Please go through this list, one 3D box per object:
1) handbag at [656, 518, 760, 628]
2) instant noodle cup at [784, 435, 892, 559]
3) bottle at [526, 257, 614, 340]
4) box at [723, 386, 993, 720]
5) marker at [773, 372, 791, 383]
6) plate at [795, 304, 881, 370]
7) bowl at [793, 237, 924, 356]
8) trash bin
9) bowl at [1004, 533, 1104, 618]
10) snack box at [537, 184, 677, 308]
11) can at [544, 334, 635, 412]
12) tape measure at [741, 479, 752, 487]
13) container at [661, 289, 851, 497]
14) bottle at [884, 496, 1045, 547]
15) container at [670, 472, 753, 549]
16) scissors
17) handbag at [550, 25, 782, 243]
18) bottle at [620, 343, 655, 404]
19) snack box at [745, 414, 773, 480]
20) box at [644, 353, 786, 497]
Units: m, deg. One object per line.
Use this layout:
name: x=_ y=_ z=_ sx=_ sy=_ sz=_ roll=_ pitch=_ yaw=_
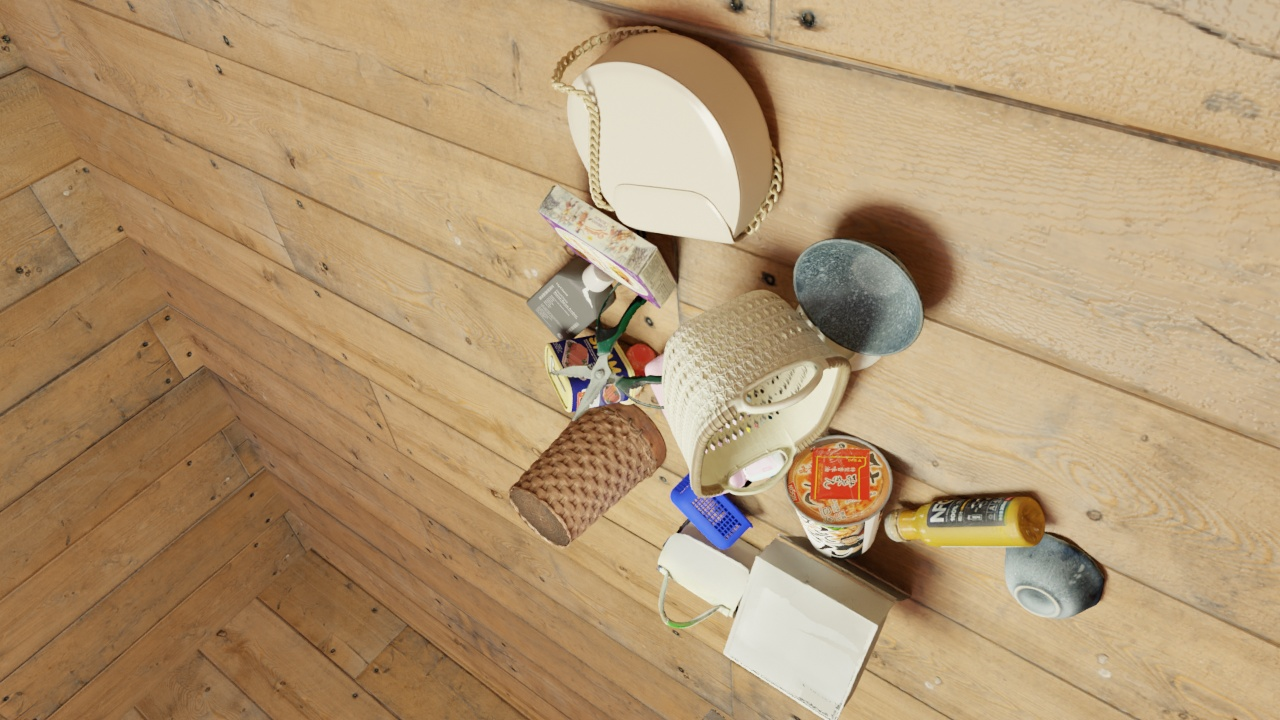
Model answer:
handbag: x=0.093 y=0.331 z=1.390 sx=0.151 sy=0.175 sz=0.074 roll=29 pitch=143 yaw=25
instant noodle cup: x=0.242 y=0.175 z=1.114 sx=0.124 sy=0.123 sz=0.122 roll=24 pitch=151 yaw=30
bottle: x=-0.084 y=-0.089 z=1.239 sx=0.084 sy=0.046 sz=0.174 roll=48 pitch=148 yaw=-5
box: x=0.293 y=0.246 z=1.222 sx=0.167 sy=0.420 sz=0.174 roll=28 pitch=142 yaw=25
marker: x=0.182 y=-0.009 z=1.059 sx=0.022 sy=0.016 sz=0.139 roll=53 pitch=149 yaw=15
plate: x=0.209 y=-0.026 z=0.982 sx=0.104 sy=0.026 sz=0.104 roll=20 pitch=135 yaw=22
bowl: x=0.223 y=-0.075 z=0.897 sx=0.137 sy=0.057 sz=0.137 roll=29 pitch=144 yaw=23
trash bin: x=-0.082 y=0.171 z=1.376 sx=0.151 sy=0.209 sz=0.151 roll=30 pitch=146 yaw=23
bowl: x=0.446 y=0.246 z=1.010 sx=0.110 sy=0.055 sz=0.111 roll=30 pitch=146 yaw=23
snack box: x=-0.035 y=-0.132 z=1.081 sx=0.148 sy=0.040 sz=0.143 roll=34 pitch=177 yaw=17
can: x=-0.070 y=0.015 z=1.243 sx=0.116 sy=0.092 sz=0.057 roll=-121 pitch=28 yaw=-44
tape measure: x=0.130 y=0.151 z=1.276 sx=0.061 sy=0.034 sz=0.062 roll=20 pitch=127 yaw=44
container: x=0.114 y=0.040 z=0.993 sx=0.142 sy=0.184 sz=0.247 roll=59 pitch=167 yaw=25
bottle: x=0.360 y=0.184 z=1.040 sx=0.053 sy=0.053 sz=0.187 roll=54 pitch=147 yaw=-13
container: x=0.099 y=0.217 z=1.333 sx=0.114 sy=0.058 sz=0.096 roll=46 pitch=174 yaw=-8
scissors: x=-0.007 y=0.007 z=1.163 sx=0.203 sy=0.202 sz=0.015 roll=29 pitch=-177 yaw=10
handbag: x=0.023 y=-0.216 z=0.924 sx=0.211 sy=0.103 sz=0.209 roll=16 pitch=141 yaw=40
bottle: x=-0.010 y=0.021 z=1.283 sx=0.044 sy=0.044 sz=0.109 roll=39 pitch=148 yaw=10
snack box: x=0.120 y=0.112 z=1.216 sx=0.152 sy=0.034 sz=0.087 roll=-8 pitch=94 yaw=51
box: x=0.091 y=0.069 z=1.168 sx=0.153 sy=0.038 sz=0.201 roll=-32 pitch=82 yaw=53
